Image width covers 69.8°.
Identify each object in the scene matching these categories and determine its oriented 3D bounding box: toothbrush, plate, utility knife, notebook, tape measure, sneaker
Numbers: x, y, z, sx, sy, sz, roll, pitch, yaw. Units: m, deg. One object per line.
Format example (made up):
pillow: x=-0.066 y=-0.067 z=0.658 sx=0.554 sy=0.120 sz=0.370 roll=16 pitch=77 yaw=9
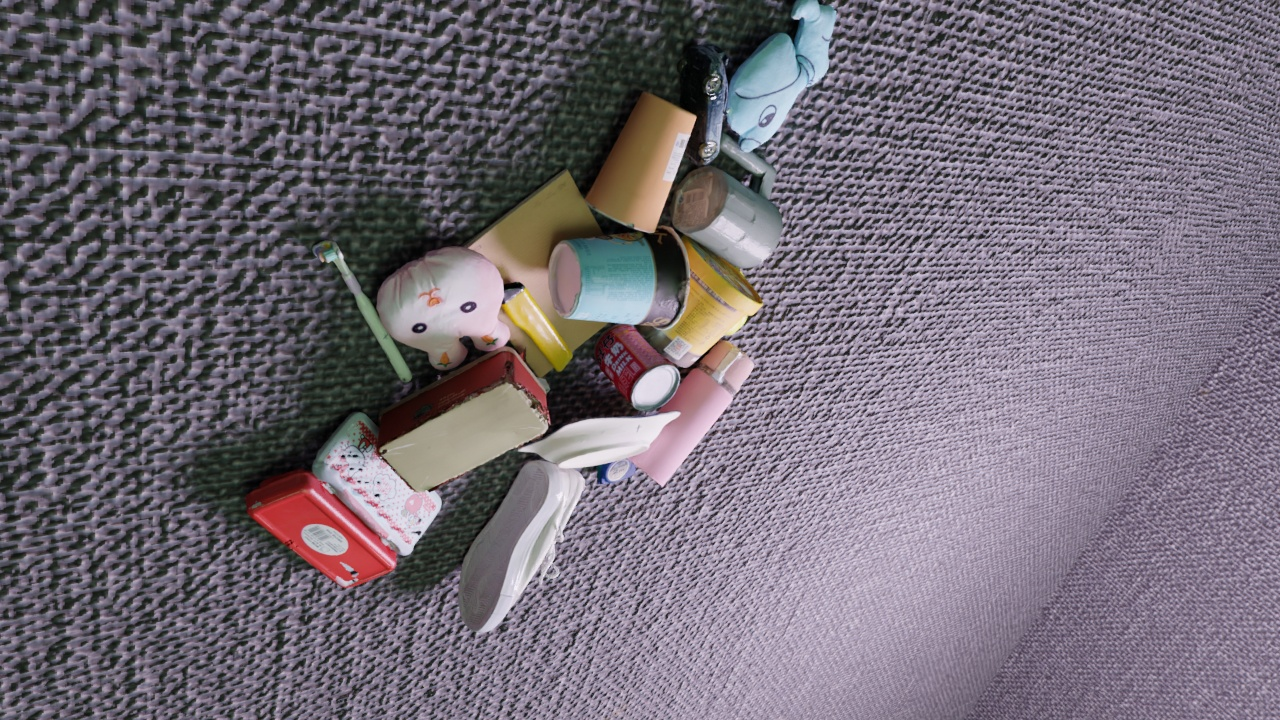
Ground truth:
toothbrush: x=-0.259 y=-0.040 z=0.877 sx=0.190 sy=0.029 sz=0.020 roll=73 pitch=30 yaw=-48
plate: x=-0.047 y=0.098 z=1.086 sx=0.164 sy=0.034 sz=0.164 roll=-1 pitch=162 yaw=-38
utility knife: x=-0.112 y=-0.035 z=0.983 sx=0.033 sy=0.015 sz=0.154 roll=-34 pitch=141 yaw=-2
notebook: x=-0.095 y=-0.086 z=0.975 sx=0.149 sy=0.012 sz=0.211 roll=-38 pitch=140 yaw=-6
tape measure: x=-0.031 y=0.135 z=1.205 sx=0.058 sy=0.025 sz=0.055 roll=-17 pitch=131 yaw=-33
sneaker: x=-0.147 y=0.234 z=1.159 sx=0.090 sy=0.089 sz=0.242 roll=15 pitch=108 yaw=-50

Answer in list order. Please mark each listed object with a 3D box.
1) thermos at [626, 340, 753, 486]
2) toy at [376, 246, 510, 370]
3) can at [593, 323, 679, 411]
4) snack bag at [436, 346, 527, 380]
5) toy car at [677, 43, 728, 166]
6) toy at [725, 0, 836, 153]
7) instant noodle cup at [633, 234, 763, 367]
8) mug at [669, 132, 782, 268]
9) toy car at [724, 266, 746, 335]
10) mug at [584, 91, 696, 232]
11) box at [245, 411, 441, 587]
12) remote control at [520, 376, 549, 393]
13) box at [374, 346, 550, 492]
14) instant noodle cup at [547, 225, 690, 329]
thermos: x=0.064 y=0.064 z=1.165 sx=0.198 sy=0.067 sz=0.087 roll=-50 pitch=173 yaw=-3
toy: x=-0.185 y=-0.046 z=0.900 sx=0.121 sy=0.054 sz=0.159 roll=-24 pitch=146 yaw=-1
can: x=-0.006 y=0.006 z=1.061 sx=0.066 sy=0.094 sz=0.067 roll=-22 pitch=136 yaw=-23
snack bag: x=-0.167 y=0.017 z=0.989 sx=0.104 sy=0.026 sz=0.048 roll=-17 pitch=138 yaw=-18
toy car: x=0.064 y=-0.255 z=0.922 sx=0.036 sy=0.054 sz=0.121 roll=-18 pitch=134 yaw=-24
toy: x=0.143 y=-0.296 z=0.954 sx=0.156 sy=0.050 sz=0.162 roll=-23 pitch=138 yaw=-32
instant noodle cup: x=0.058 y=-0.064 z=1.042 sx=0.115 sy=0.118 sz=0.118 roll=-48 pitch=140 yaw=17
mug: x=0.099 y=-0.177 z=1.011 sx=0.103 sy=0.084 sz=0.124 roll=21 pitch=83 yaw=-46
toy car: x=0.111 y=-0.070 z=1.138 sx=0.048 sy=0.032 sz=0.105 roll=-28 pitch=139 yaw=-17
mug: x=0.004 y=-0.198 z=0.911 sx=0.078 sy=0.078 sz=0.123 roll=9 pitch=114 yaw=-43
box: x=-0.307 y=0.159 z=0.984 sx=0.159 sy=0.065 sz=0.201 roll=-38 pitch=141 yaw=-11
remote control: x=-0.160 y=0.065 z=1.020 sx=0.056 sy=0.019 sz=0.135 roll=12 pitch=130 yaw=-48
box: x=-0.181 y=0.069 z=0.941 sx=0.168 sy=0.077 sz=0.091 roll=-27 pitch=126 yaw=10
instant noodle cup: x=-0.027 y=-0.085 z=0.949 sx=0.120 sy=0.111 sz=0.111 roll=-3 pitch=126 yaw=-30
